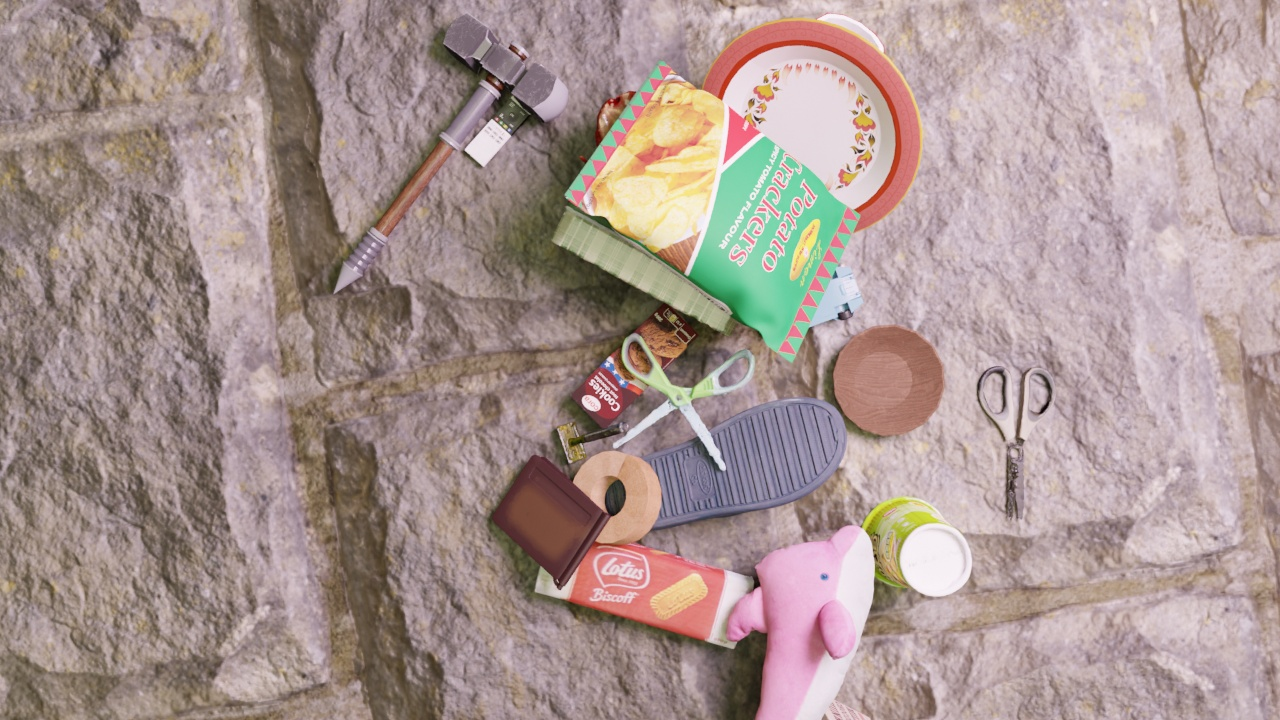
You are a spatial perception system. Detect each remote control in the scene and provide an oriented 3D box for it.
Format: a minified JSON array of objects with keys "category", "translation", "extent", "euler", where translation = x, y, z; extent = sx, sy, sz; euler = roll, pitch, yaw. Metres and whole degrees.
[{"category":"remote control","translation":[-0.138,-0.264,0.991],"extent":[0.028,0.012,0.124],"euler":[41,89,1]}]

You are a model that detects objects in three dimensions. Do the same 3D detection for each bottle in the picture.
[{"category":"bottle","translation":[-0.009,-0.217,0.940],"extent":[0.099,0.111,0.099],"euler":[0,88,0]}]

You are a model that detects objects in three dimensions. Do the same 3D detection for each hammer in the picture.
[{"category":"hammer","translation":[-0.224,-0.201,0.968],"extent":[0.156,0.043,0.322],"euler":[38,91,11]}]

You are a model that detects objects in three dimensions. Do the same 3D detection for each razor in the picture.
[{"category":"razor","translation":[-0.047,0.077,0.946],"extent":[0.026,0.106,0.042],"euler":[-15,86,-39]}]

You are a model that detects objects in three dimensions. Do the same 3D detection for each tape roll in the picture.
[{"category":"tape roll","translation":[-0.026,0.141,0.940],"extent":[0.094,0.027,0.094],"euler":[-9,72,29]}]

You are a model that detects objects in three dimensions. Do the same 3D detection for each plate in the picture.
[{"category":"plate","translation":[0.165,-0.227,0.910],"extent":[0.230,0.230,0.021],"euler":[37,49,1]}]

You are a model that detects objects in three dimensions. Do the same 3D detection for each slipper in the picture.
[{"category":"slipper","translation":[0.092,0.119,0.950],"extent":[0.264,0.082,0.101],"euler":[-21,69,19]}]

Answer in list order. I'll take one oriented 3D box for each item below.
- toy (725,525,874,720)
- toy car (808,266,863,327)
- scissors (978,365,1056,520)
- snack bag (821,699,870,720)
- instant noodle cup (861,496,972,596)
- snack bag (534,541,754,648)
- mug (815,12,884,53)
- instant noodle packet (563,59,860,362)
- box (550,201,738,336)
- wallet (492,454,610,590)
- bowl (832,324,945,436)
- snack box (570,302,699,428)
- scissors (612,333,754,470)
[{"category":"toy","translation":[0.145,0.279,0.903],"extent":[0.128,0.187,0.265],"euler":[17,74,16]},{"category":"toy car","translation":[0.179,-0.061,0.978],"extent":[0.108,0.027,0.060],"euler":[-20,89,10]},{"category":"scissors","translation":[0.412,0.084,0.978],"extent":[0.132,0.012,0.169],"euler":[-29,86,2]},{"category":"snack bag","translation":[0.167,0.457,0.934],"extent":[0.070,0.094,0.206],"euler":[26,89,1]},{"category":"instant noodle cup","translation":[0.284,0.193,0.932],"extent":[0.099,0.108,0.099],"euler":[0,88,-1]},{"category":"snack bag","translation":[0.003,0.235,0.968],"extent":[0.225,0.041,0.077],"euler":[16,91,0]},{"category":"mug","translation":[0.177,-0.298,0.940],"extent":[0.116,0.097,0.080],"euler":[30,76,-1]},{"category":"instant noodle packet","translation":[0.078,-0.144,0.856],"extent":[0.252,0.091,0.195],"euler":[35,61,-10]},{"category":"box","translation":[0.013,-0.095,0.936],"extent":[0.205,0.117,0.050],"euler":[29,98,2]},{"category":"wallet","translation":[-0.094,0.164,0.947],"extent":[0.115,0.018,0.091],"euler":[37,96,33]},{"category":"bowl","translation":[0.260,0.021,0.973],"extent":[0.118,0.030,0.118],"euler":[0,89,1]},{"category":"snack box","translation":[-0.006,0.006,0.975],"extent":[0.141,0.032,0.051],"euler":[-45,89,0]},{"category":"scissors","translation":[0.040,0.038,0.929],"extent":[0.172,0.021,0.171],"euler":[-36,77,4]}]
